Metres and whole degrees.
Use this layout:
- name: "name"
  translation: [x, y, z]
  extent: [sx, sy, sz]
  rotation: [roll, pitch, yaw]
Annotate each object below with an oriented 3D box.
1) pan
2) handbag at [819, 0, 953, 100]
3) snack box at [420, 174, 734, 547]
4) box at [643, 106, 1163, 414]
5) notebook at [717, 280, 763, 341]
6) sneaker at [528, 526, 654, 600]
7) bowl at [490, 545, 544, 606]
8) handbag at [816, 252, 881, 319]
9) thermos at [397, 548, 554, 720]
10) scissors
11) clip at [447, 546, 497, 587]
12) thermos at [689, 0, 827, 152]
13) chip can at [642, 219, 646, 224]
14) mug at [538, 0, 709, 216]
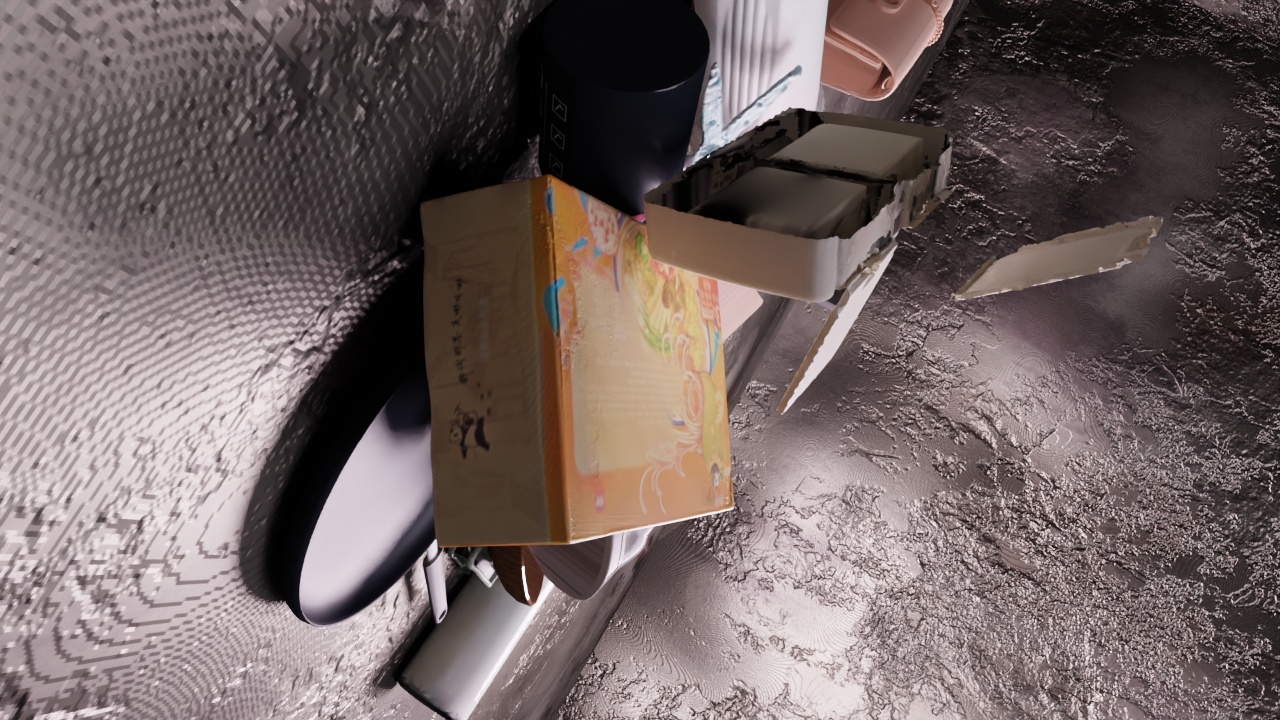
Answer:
- name: "pan"
  translation: [-0.131, 0.094, 0.555]
  extent: [0.198, 0.021, 0.357]
  rotation: [-54, 167, -33]
- name: "handbag"
  translation: [0.199, -0.277, 0.858]
  extent: [0.198, 0.116, 0.188]
  rotation: [-54, 168, -32]
- name: "snack box"
  translation: [-0.026, 0.008, 0.446]
  extent: [0.195, 0.081, 0.145]
  rotation: [11, 74, -65]
- name: "box"
  translation: [0.117, -0.036, 0.422]
  extent: [0.143, 0.194, 0.101]
  rotation: [-38, 136, -39]
- name: "notebook"
  translation: [-0.004, 0.004, 0.684]
  extent: [0.210, 0.022, 0.169]
  rotation: [-44, 160, 5]
- name: "sneaker"
  translation: [-0.004, 0.063, 0.631]
  extent: [0.089, 0.099, 0.237]
  rotation: [-35, 157, -49]
- name: "bowl"
  translation: [-0.096, 0.132, 0.719]
  extent: [0.118, 0.030, 0.118]
  rotation: [3, 87, -86]
- name: "handbag"
  translation: [0.178, -0.107, 1.079]
  extent: [0.072, 0.176, 0.196]
  rotation: [-61, 173, -4]
- name: "thermos"
  translation: [-0.113, 0.194, 0.790]
  extent: [0.229, 0.068, 0.068]
  rotation: [-56, 169, -26]
- name: "scissors"
  translation: [0.047, -0.120, 0.575]
  extent: [0.158, 0.014, 0.173]
  rotation: [8, 141, -47]
- name: "clip"
  translation: [-0.129, 0.153, 0.709]
  extent: [0.023, 0.047, 0.076]
  rotation: [-58, 167, -22]
- name: "thermos"
  translation: [0.071, -0.196, 0.557]
  extent: [0.099, 0.099, 0.221]
  rotation: [-57, 165, -17]
- name: "chip can"
  translation: [0.019, -0.039, 0.776]
  extent: [0.073, 0.073, 0.233]
  rotation: [-55, 168, -26]
- name: "mug"
  translation: [-0.009, -0.132, 0.428]
  extent: [0.078, 0.071, 0.104]
  rotation: [102, -7, -58]
